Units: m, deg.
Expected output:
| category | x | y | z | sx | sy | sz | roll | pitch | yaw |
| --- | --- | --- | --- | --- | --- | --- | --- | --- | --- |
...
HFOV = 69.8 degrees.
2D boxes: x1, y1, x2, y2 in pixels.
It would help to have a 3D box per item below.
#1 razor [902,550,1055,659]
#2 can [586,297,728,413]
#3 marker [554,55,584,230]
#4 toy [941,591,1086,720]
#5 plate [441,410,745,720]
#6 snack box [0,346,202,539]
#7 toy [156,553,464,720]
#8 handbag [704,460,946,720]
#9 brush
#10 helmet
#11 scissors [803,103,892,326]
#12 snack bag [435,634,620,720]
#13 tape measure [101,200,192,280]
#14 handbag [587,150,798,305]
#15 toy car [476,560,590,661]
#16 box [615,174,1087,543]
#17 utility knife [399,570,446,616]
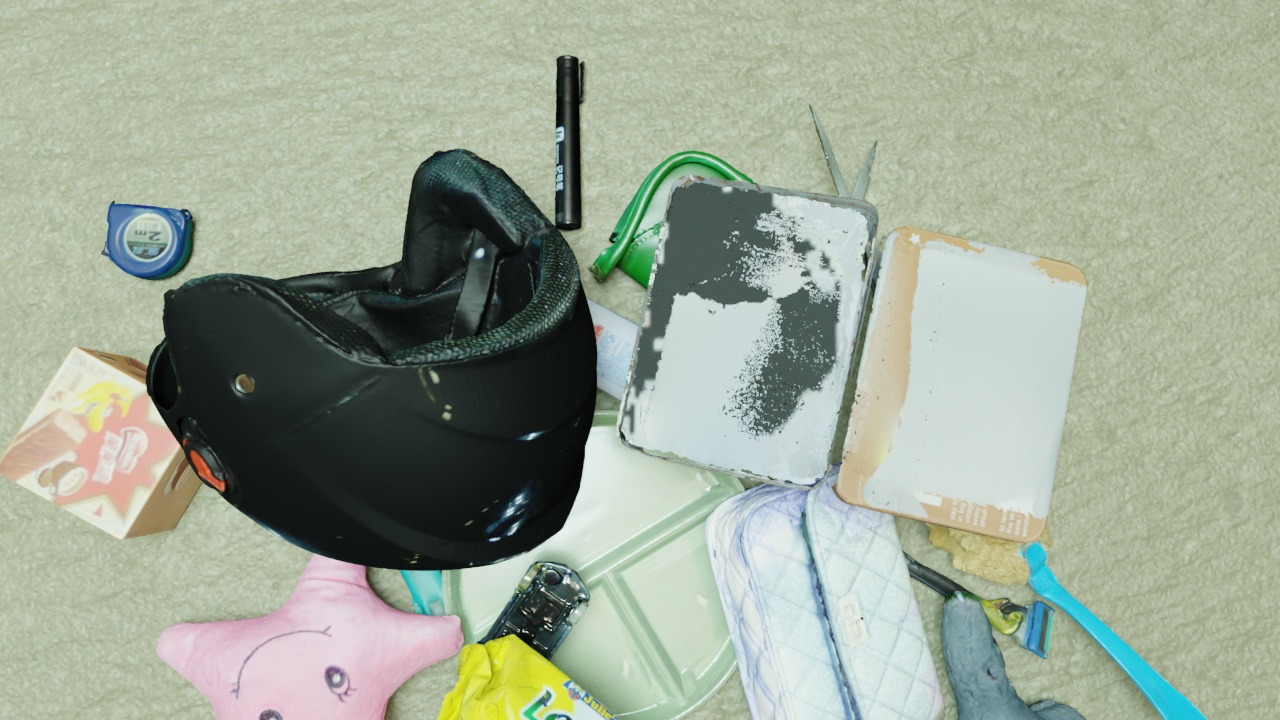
| category | x | y | z | sx | sy | sz | roll | pitch | yaw |
| --- | --- | --- | --- | --- | --- | --- | --- | --- | --- |
| razor | 0.234 | 0.171 | 0.676 | 0.143 | 0.022 | 0.042 | 27 | 49 | 3 |
| can | -0.004 | 0.004 | 0.651 | 0.134 | 0.053 | 0.053 | 29 | 83 | 9 |
| marker | -0.053 | -0.163 | 0.690 | 0.022 | 0.020 | 0.132 | 2 | 83 | -21 |
| toy | 0.295 | 0.326 | 0.633 | 0.137 | 0.091 | 0.356 | -37 | 90 | -18 |
| plate | -0.025 | 0.150 | 0.657 | 0.230 | 0.027 | 0.230 | 0 | 84 | -5 |
| snack box | -0.347 | 0.055 | 0.618 | 0.094 | 0.077 | 0.092 | 30 | 83 | -1 |
| toy | -0.210 | 0.216 | 0.612 | 0.194 | 0.075 | 0.178 | -28 | 79 | -6 |
| handbag | 0.130 | 0.174 | 0.628 | 0.134 | 0.076 | 0.194 | -16 | 91 | -28 |
| brush | 0.307 | 0.176 | 0.652 | 0.083 | 0.046 | 0.254 | -39 | 77 | -16 |
| helmet | -0.155 | 0.012 | 0.564 | 0.275 | 0.232 | 0.230 | -3 | 115 | 29 |
| scissors | 0.150 | -0.102 | 0.668 | 0.159 | 0.014 | 0.177 | -29 | 100 | -45 |
| snack bag | -0.041 | 0.298 | 0.571 | 0.246 | 0.068 | 0.158 | 37 | 120 | 8 |
| tape measure | -0.352 | -0.085 | 0.658 | 0.058 | 0.025 | 0.054 | 4 | 86 | 0 |
| handbag | 0.044 | -0.076 | 0.663 | 0.131 | 0.068 | 0.120 | 36 | 83 | 0 |
| toy car | -0.075 | 0.181 | 0.619 | 0.049 | 0.031 | 0.105 | 35 | 94 | -1 |
| box | 0.133 | -0.002 | 0.561 | 0.262 | 0.088 | 0.178 | 12 | 84 | 12 |
| utility knife | -0.182 | 0.112 | 0.656 | 0.029 | 0.013 | 0.193 | -30 | 87 | -7 |
